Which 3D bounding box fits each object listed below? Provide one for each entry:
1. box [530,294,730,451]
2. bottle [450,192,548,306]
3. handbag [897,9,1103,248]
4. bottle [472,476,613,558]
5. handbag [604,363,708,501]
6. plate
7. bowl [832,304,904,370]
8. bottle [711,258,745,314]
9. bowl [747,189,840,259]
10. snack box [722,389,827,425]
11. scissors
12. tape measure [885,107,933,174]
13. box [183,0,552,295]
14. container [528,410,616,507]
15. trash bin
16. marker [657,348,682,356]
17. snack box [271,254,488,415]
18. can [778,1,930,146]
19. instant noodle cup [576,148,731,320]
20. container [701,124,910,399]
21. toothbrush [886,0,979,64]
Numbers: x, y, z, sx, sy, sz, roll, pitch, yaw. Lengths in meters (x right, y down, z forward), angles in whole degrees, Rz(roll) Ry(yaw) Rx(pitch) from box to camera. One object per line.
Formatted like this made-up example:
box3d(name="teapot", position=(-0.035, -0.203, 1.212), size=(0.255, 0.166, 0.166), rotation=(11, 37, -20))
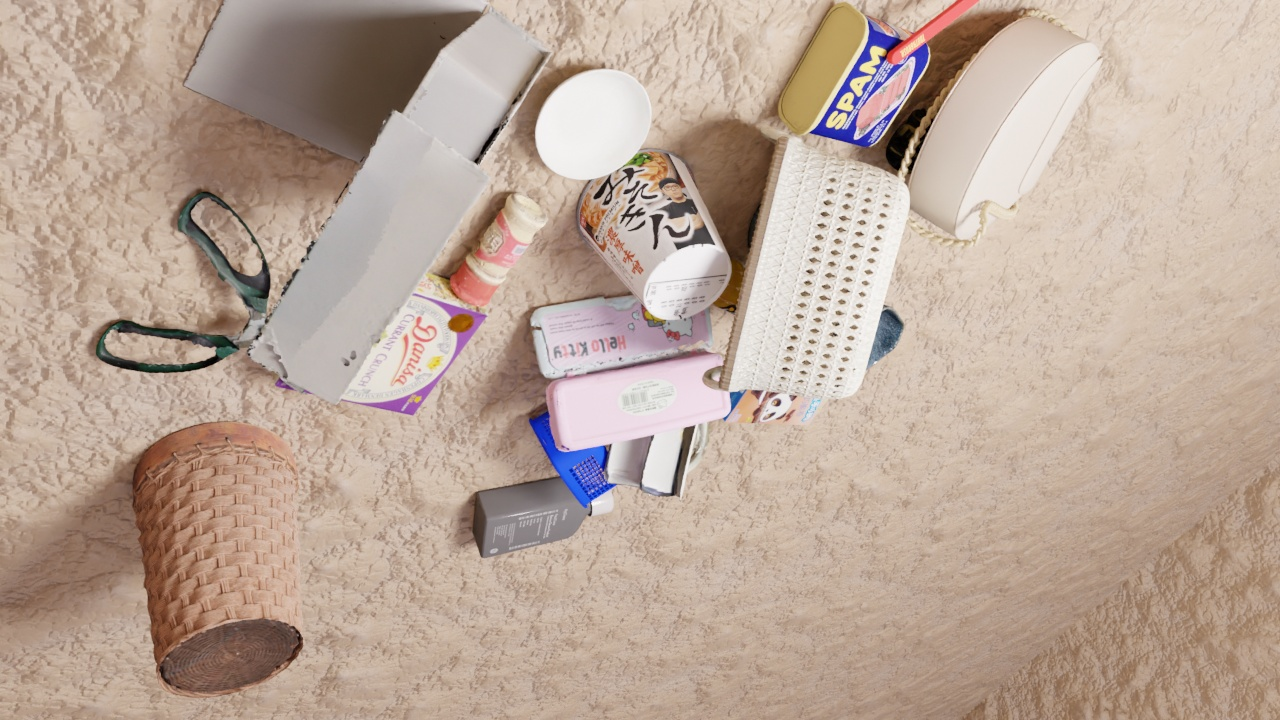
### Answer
box3d(name="box", position=(-0.006, 0.006, 0.952), size=(0.201, 0.038, 0.152), rotation=(-11, 94, -23))
box3d(name="bottle", position=(-0.129, -0.100, 0.832), size=(0.044, 0.044, 0.109), rotation=(17, 123, -42))
box3d(name="handbag", position=(0.362, -0.223, 0.910), size=(0.208, 0.103, 0.211), rotation=(-30, 148, -36))
box3d(name="bottle", position=(-0.119, 0.190, 1.155), size=(0.173, 0.046, 0.084), rotation=(-9, 137, -23))
box3d(name="handbag", position=(0.045, 0.086, 1.066), size=(0.176, 0.074, 0.151), rotation=(26, 79, -57))
box3d(name="plate", position=(-0.043, -0.204, 0.780), size=(0.104, 0.026, 0.104), rotation=(-16, 139, -15))
box3d(name="bowl", position=(0.264, -0.037, 1.127), size=(0.110, 0.055, 0.111), rotation=(-16, 140, -14))
box3d(name="bottle", position=(0.107, -0.076, 0.990), size=(0.186, 0.053, 0.053), rotation=(20, 121, -43))
box3d(name="bowl", position=(0.187, -0.134, 0.971), size=(0.137, 0.057, 0.137), rotation=(-16, 140, -14))
box3d(name="snack box", position=(0.179, 0.041, 1.178), size=(0.151, 0.034, 0.087), rotation=(5, 131, -35))
box3d(name="scissors", position=(-0.363, -0.033, 0.763), size=(0.203, 0.015, 0.202), rotation=(-20, 125, 2))
box3d(name="tape measure", position=(0.281, -0.224, 0.945), size=(0.061, 0.034, 0.061), rotation=(-51, 150, 17))
box3d(name="box", position=(-0.247, -0.257, 0.664), size=(0.168, 0.422, 0.173), rotation=(-49, 173, 24))
box3d(name="container", position=(-0.071, 0.104, 1.051), size=(0.058, 0.096, 0.114), rotation=(-32, 142, -4))
box3d(name="trash bin", position=(-0.385, 0.183, 0.856), size=(0.151, 0.210, 0.151), rotation=(-17, 140, -15))
box3d(name="marker", position=(0.043, -0.003, 1.057), size=(0.138, 0.022, 0.016), rotation=(16, 128, -43))
box3d(name="snack box", position=(-0.241, -0.023, 0.850), size=(0.147, 0.040, 0.144), rotation=(17, 123, -42))
box3d(name="can", position=(0.197, -0.257, 0.843), size=(0.092, 0.056, 0.116), rotation=(3, 132, -35))
box3d(name="instant noodle cup", position=(0.019, -0.109, 0.846), size=(0.123, 0.121, 0.124), rotation=(-17, 140, -15))
box3d(name="container", position=(0.153, -0.081, 0.856), size=(0.143, 0.184, 0.246), rotation=(14, 103, 7))
box3d(name="toothbrush", position=(0.299, -0.322, 0.815), size=(0.212, 0.018, 0.012), rotation=(-39, 130, -14))
